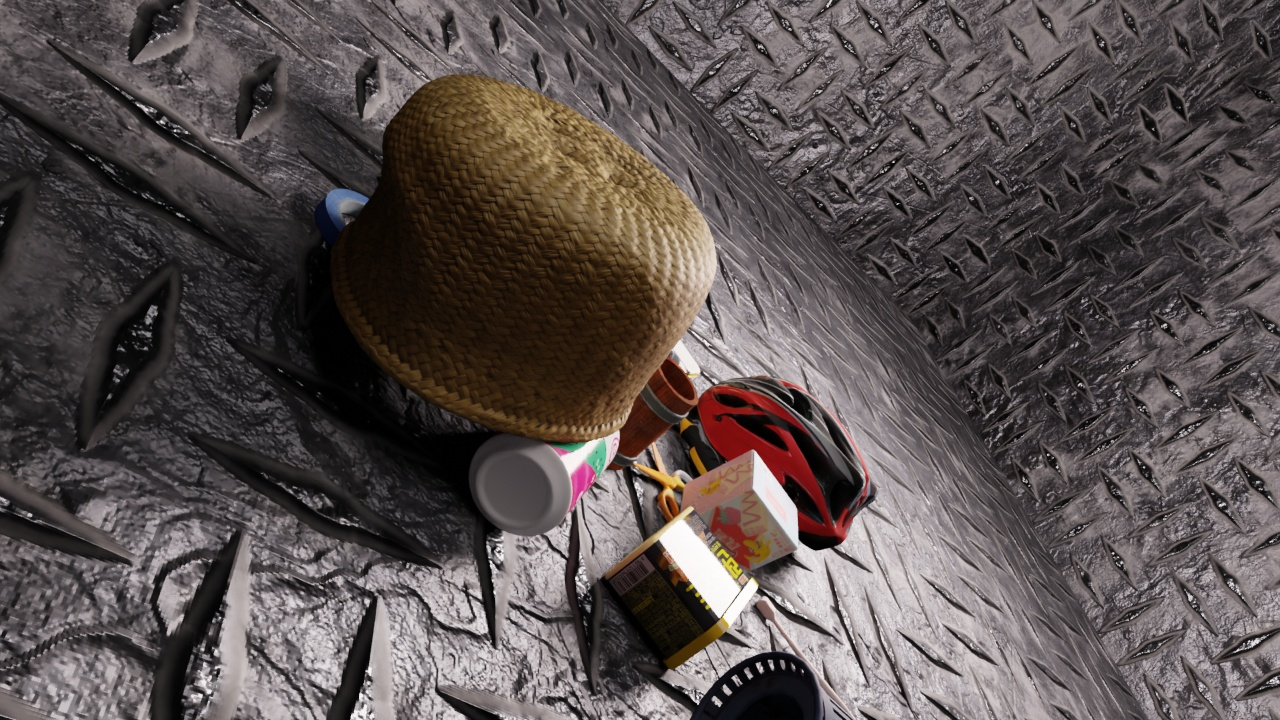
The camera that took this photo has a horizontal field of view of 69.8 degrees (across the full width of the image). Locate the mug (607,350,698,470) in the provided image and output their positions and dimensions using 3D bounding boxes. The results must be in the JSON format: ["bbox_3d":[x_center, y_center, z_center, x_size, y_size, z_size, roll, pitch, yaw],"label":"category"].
[{"bbox_3d":[-0.001,0.043,0.978,0.081,0.111,0.117,44,22,-17],"label":"mug"}]

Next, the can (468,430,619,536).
[{"bbox_3d":[-0.077,0.081,0.794,0.088,0.088,0.165,50,21,-1],"label":"can"}]

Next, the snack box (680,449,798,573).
[{"bbox_3d":[0.107,0.169,0.998,0.093,0.095,0.079,53,22,-18],"label":"snack box"}]

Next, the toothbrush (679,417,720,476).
[{"bbox_3d":[0.062,0.092,1.143,0.031,0.031,0.196,12,40,-43],"label":"toothbrush"}]

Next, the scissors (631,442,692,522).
[{"bbox_3d":[0.032,0.138,1.028,0.128,0.011,0.125,31,30,-45],"label":"scissors"}]

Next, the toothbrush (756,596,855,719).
[{"bbox_3d":[0.186,0.337,1.010,0.181,0.016,0.018,53,16,8],"label":"toothbrush"}]

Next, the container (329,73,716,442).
[{"bbox_3d":[-0.086,-0.094,0.770,0.307,0.197,0.306,31,22,-14],"label":"container"}]

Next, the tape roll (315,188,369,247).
[{"bbox_3d":[-0.259,-0.120,0.858,0.093,0.016,0.091,30,29,-43],"label":"tape roll"}]

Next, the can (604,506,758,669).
[{"bbox_3d":[0.039,0.206,0.852,0.101,0.073,0.130,51,21,8],"label":"can"}]

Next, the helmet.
[{"bbox_3d":[0.182,0.120,1.190,0.272,0.167,0.217,51,10,37],"label":"helmet"}]

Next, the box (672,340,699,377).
[{"bbox_3d":[0.006,-0.060,1.291,0.209,0.023,0.127,55,23,12],"label":"box"}]

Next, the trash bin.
[{"bbox_3d":[0.164,0.368,0.750,0.249,0.139,0.139,45,22,-20],"label":"trash bin"}]
